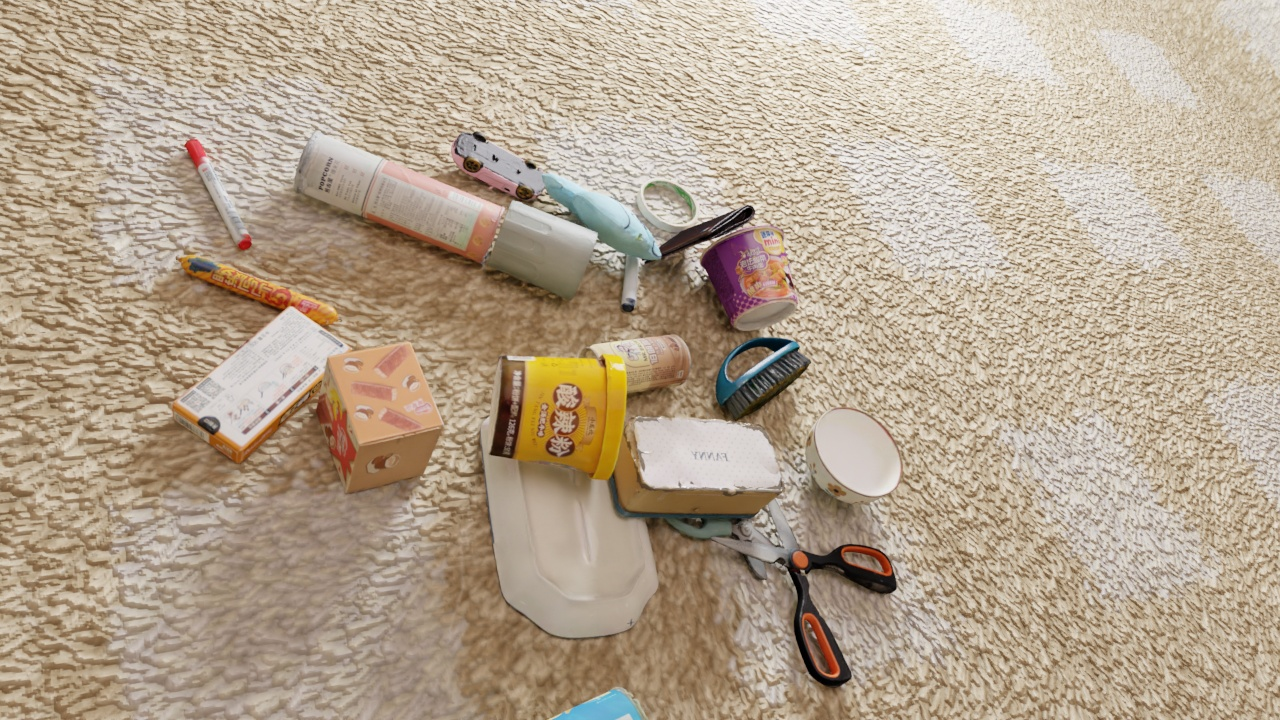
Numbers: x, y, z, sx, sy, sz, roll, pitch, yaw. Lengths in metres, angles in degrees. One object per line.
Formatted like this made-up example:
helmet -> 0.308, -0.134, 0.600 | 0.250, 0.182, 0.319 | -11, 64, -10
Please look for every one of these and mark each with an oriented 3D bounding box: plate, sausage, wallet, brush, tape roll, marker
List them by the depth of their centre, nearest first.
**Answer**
plate -> -0.066, 0.135, 0.894 | 0.161, 0.034, 0.265 | 3, 55, -25
sausage -> -0.373, -0.069, 0.900 | 0.165, 0.022, 0.021 | 21, 49, -11
marker -> -0.437, -0.172, 0.949 | 0.017, 0.017, 0.145 | -20, 67, -36
brush -> 0.137, 0.012, 1.073 | 0.143, 0.055, 0.073 | -30, 74, -38
marker -> -0.009, -0.111, 1.115 | 0.023, 0.018, 0.130 | -6, 50, 12
wallet -> 0.070, -0.153, 1.123 | 0.096, 0.123, 0.020 | -34, 102, -40
tape roll -> 0.037, -0.205, 1.211 | 0.085, 0.014, 0.085 | 14, 51, -18

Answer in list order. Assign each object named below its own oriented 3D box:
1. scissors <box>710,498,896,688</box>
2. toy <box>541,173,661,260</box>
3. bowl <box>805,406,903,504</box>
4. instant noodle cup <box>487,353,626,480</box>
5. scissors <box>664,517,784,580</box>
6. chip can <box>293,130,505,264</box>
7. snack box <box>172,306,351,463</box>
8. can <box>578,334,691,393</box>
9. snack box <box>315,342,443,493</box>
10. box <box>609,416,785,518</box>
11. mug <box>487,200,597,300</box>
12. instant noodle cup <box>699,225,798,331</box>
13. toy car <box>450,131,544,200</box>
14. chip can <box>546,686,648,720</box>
scissors -> 0.175, 0.226, 0.951 | 0.233, 0.022, 0.220 | 12, 53, -23
toy -> -0.045, -0.171, 1.090 | 0.161, 0.050, 0.156 | 32, 7, -29
bowl -> 0.233, 0.116, 1.040 | 0.113, 0.062, 0.113 | 13, 51, -16
instant noodle cup -> -0.080, 0.047, 0.856 | 0.114, 0.119, 0.118 | 8, 53, -12
scissors -> 0.076, 0.158, 0.959 | 0.171, 0.019, 0.176 | -5, 62, -32
chip can -> -0.260, -0.176, 1.003 | 0.214, 0.071, 0.071 | 21, 50, -11
snack box -> -0.345, 0.019, 0.846 | 0.075, 0.026, 0.153 | 35, 48, 1
can -> -0.006, 0.006, 1.003 | 0.116, 0.059, 0.058 | -8, 60, -31
snack box -> -0.238, 0.052, 0.830 | 0.076, 0.093, 0.094 | -12, 63, -33
box -> 0.049, 0.107, 0.914 | 0.184, 0.062, 0.089 | 6, 53, -25
mug -> -0.111, -0.132, 1.050 | 0.103, 0.084, 0.123 | 21, 23, -10
instant noodle cup -> 0.140, -0.097, 1.126 | 0.111, 0.112, 0.099 | -5, 66, -30
toy car -> -0.173, -0.233, 1.114 | 0.122, 0.037, 0.056 | 24, 51, -25
chip can -> -0.093, 0.327, 0.715 | 0.209, 0.071, 0.071 | -13, 63, -34
